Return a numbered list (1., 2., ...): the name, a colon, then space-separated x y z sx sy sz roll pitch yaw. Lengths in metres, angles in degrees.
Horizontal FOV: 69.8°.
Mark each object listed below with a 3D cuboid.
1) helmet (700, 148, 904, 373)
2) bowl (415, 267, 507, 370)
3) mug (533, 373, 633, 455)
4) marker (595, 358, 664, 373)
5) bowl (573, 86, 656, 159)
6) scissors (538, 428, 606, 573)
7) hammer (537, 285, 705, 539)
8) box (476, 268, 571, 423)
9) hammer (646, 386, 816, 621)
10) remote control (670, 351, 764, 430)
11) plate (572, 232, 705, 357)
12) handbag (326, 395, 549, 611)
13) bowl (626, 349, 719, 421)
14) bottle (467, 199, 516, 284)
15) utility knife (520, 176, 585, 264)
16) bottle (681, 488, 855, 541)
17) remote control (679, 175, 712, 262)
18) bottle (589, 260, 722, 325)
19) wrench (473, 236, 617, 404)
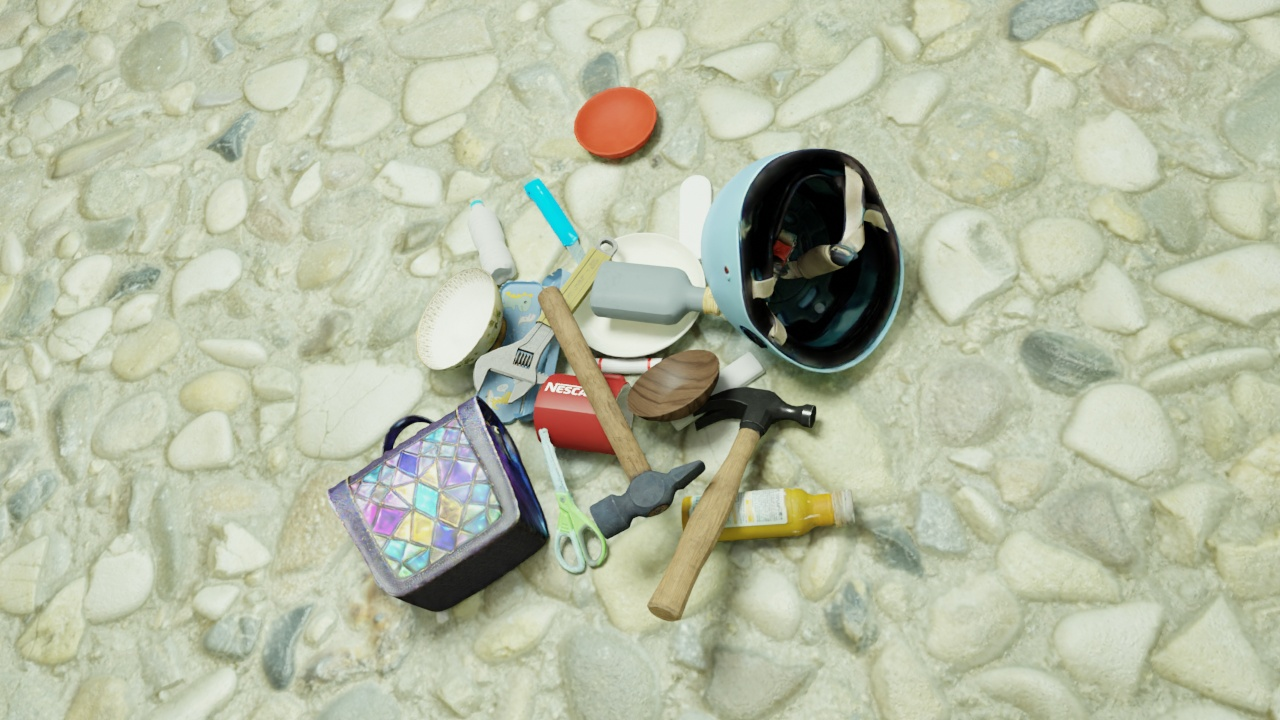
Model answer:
1. helmet: 0.181 -0.115 1.056 0.225 0.265 0.167 -44 24 -11
2. bowl: -0.221 -0.043 1.197 0.145 0.063 0.145 -20 55 31
3. mug: -0.062 0.055 1.115 0.097 0.081 0.116 6 37 17
4. marker: -0.007 0.007 1.153 0.146 0.019 0.019 -1 64 15
5. bowl: -0.033 -0.335 1.318 0.122 0.035 0.121 -6 63 12
6. scissors: -0.088 0.160 1.068 0.065 0.033 0.174 -21 88 15
7. hammer: -0.047 0.036 1.040 0.129 0.040 0.321 -30 59 1
8. box: -0.148 -0.018 1.195 0.127 0.039 0.209 -9 60 35
9. hammer: 0.081 0.146 0.992 0.132 0.040 0.304 10 47 26
10. remote control: 0.089 0.036 1.116 0.131 0.012 0.033 -34 61 -3
11. plate: -0.003 -0.080 1.185 0.182 0.034 0.182 -6 63 12
12. handbag: -0.239 0.159 1.079 0.205 0.125 0.222 -33 63 -2
13. bowl: 0.044 0.037 1.074 0.119 0.032 0.119 -24 28 13
14. bottle: -0.211 -0.169 1.279 0.044 0.044 0.136 -24 61 2
15. utility knife: -0.118 -0.195 1.284 0.031 0.015 0.198 -33 58 1
16. bottle: 0.141 0.169 1.014 0.186 0.053 0.053 -7 63 12
17. remote control: 0.074 -0.191 1.231 0.043 0.013 0.136 -4 64 13
18. bottle: 0.023 -0.081 1.131 0.161 0.046 0.072 8 66 18
19. wrench: -0.110 -0.057 1.148 0.083 0.018 0.272 31 67 5
